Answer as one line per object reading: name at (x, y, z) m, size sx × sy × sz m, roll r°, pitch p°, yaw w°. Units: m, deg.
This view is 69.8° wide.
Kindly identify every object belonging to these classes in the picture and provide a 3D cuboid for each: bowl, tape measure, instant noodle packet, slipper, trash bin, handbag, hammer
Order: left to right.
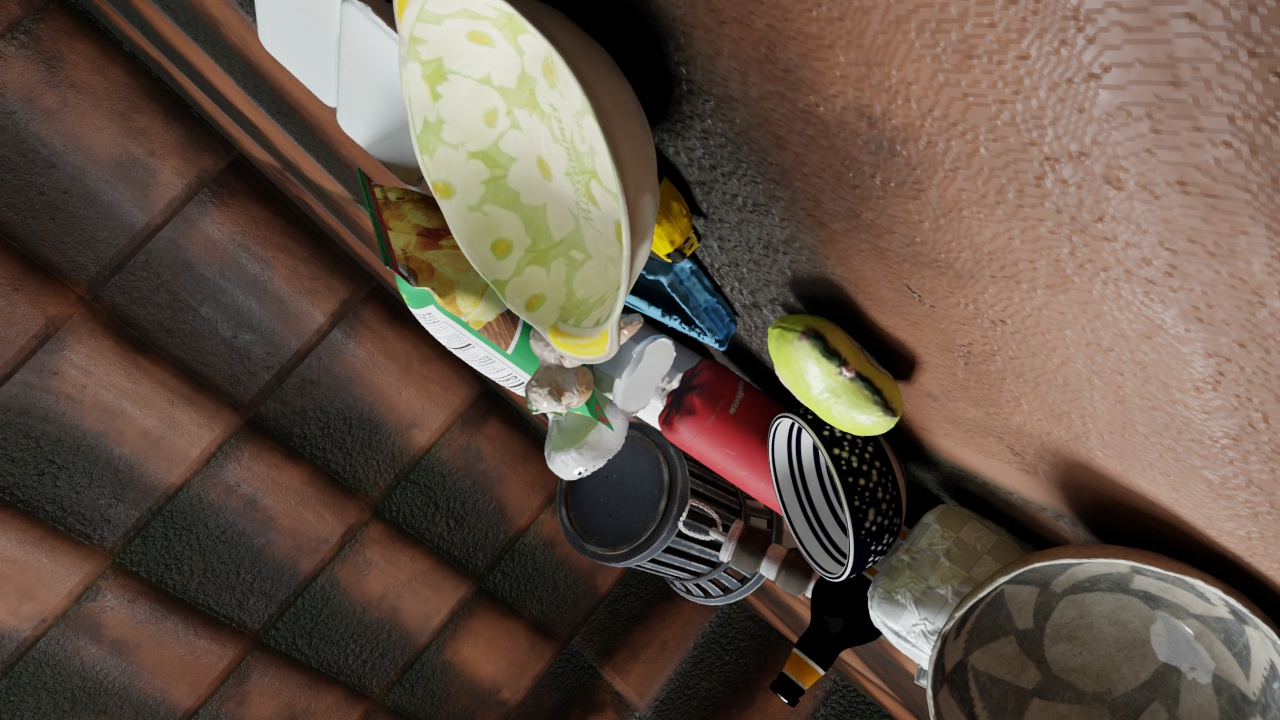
instant noodle packet at (-0.134, -0.053, 0.792) m, size 0.252 × 0.090 × 0.195 m, roll 39°, pitch -170°, yaw -37°
bowl at (-0.049, -0.107, 0.478) m, size 0.189 × 0.060 × 0.219 m, roll -4°, pitch 113°, yaw 57°
slipper at (-0.059, 0.028, 0.920) m, size 0.074 × 0.112 × 0.246 m, roll 40°, pitch -158°, yaw -25°
tape measure at (-0.001, -0.092, 0.539) m, size 0.066 × 0.037 × 0.064 m, roll 26°, pitch 163°, yaw 46°
trash bin at (0.030, 0.159, 0.962) m, size 0.164 × 0.164 × 0.227 m, roll 32°, pitch 180°, yaw 36°
bowl at (0.145, 0.086, 0.641) m, size 0.120 × 0.066 × 0.120 m, roll 164°, pitch 90°, yaw -76°
hammer at (0.183, 0.205, 0.787) m, size 0.326 × 0.079 × 0.177 m, roll 24°, pitch 169°, yaw 15°
handbag at (0.242, 0.179, 0.611) m, size 0.171 × 0.112 × 0.123 m, roll 36°, pitch 175°, yaw 22°
bowl at (0.250, 0.171, 0.496) m, size 0.178 × 0.179 × 0.081 m, roll 39°, pitch -154°, yaw 8°

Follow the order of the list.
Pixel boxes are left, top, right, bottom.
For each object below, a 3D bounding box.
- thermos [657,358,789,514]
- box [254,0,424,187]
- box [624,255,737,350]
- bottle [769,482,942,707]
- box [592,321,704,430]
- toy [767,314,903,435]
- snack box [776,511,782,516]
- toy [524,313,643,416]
thermos at (0.127, 0.090, 0.737) m, size 0.240 × 0.073 × 0.073 m, roll 35°, pitch 171°, yaw -13°
box at (-0.225, -0.232, 0.697) m, size 0.189 × 0.037 × 0.209 m, roll 40°, pitch 159°, yaw -9°
box at (-0.032, -0.068, 0.698) m, size 0.232 × 0.052 × 0.093 m, roll 29°, pitch 165°, yaw 46°
bottle at (0.159, 0.175, 0.677) m, size 0.059 × 0.181 × 0.059 m, roll 39°, pitch 169°, yaw 9°
box at (-0.005, 0.005, 0.783) m, size 0.106 × 0.080 × 0.150 m, roll 31°, pitch 178°, yaw 36°
toy at (0.110, 0.008, 0.547) m, size 0.092 × 0.046 × 0.115 m, roll 42°, pitch 176°, yaw -2°
snack box at (0.094, 0.078, 0.849) m, size 0.207 × 0.057 × 0.056 m, roll 36°, pitch 168°, yaw 28°
toy at (-0.049, -0.002, 0.689) m, size 0.074 × 0.106 × 0.085 m, roll 31°, pitch 180°, yaw -17°
